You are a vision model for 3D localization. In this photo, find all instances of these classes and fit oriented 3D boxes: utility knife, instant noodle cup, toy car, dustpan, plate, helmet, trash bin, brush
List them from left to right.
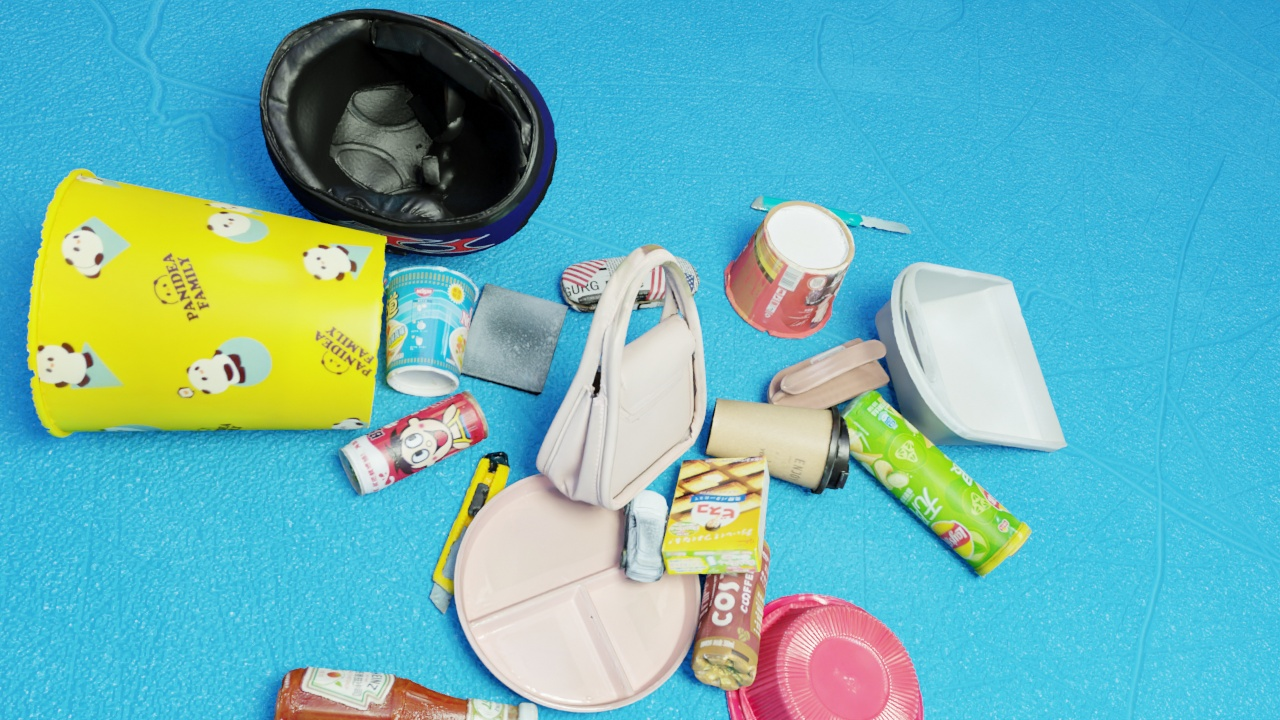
[{"bbox_3d":[-0.367,-0.037,0.823,0.255,0.230,0.229,6,56,-17],"label":"trash bin"},{"bbox_3d":[-0.217,-0.025,0.930,0.099,0.099,0.109,4,65,-12],"label":"instant noodle cup"},{"bbox_3d":[-0.222,-0.224,0.959,0.315,0.240,0.247,22,92,9],"label":"helmet"},{"bbox_3d":[-0.160,0.156,0.865,0.033,0.015,0.171,17,55,0],"label":"utility knife"},{"bbox_3d":[-0.057,0.208,0.845,0.229,0.028,0.229,9,54,-13],"label":"plate"},{"bbox_3d":[0.005,0.162,0.859,0.043,0.034,0.090,11,52,-8],"label":"toy car"},{"bbox_3d":[0.180,-0.110,1.071,0.138,0.109,0.137,7,56,-10],"label":"instant noodle cup"},{"bbox_3d":[0.203,0.021,1.014,0.145,0.073,0.063,-19,65,-23],"label":"brush"},{"bbox_3d":[0.250,-0.188,1.199,0.218,0.013,0.029,9,54,-6],"label":"utility knife"},{"bbox_3d":[0.178,0.296,0.830,0.193,0.066,0.193,6,57,-10],"label":"instant noodle cup"},{"bbox_3d":[0.371,-0.009,1.016,0.257,0.143,0.222,-6,71,-14],"label":"dustpan"}]

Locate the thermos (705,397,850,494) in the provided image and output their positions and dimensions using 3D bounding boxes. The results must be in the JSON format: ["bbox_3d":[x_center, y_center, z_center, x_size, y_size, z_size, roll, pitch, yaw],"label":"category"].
[{"bbox_3d":[0.143,0.083,0.951,0.143,0.093,0.092,12,55,2],"label":"thermos"}]

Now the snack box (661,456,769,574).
[{"bbox_3d":[0.075,0.145,0.874,0.087,0.034,0.140,-4,31,15],"label":"snack box"}]

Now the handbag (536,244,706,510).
[{"bbox_3d":[-0.005,0.005,0.857,0.093,0.235,0.192,23,34,22],"label":"handbag"}]

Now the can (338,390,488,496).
[{"bbox_3d":[-0.216,0.079,0.879,0.132,0.053,0.053,-25,67,-27],"label":"can"}]

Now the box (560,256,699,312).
[{"bbox_3d":[-0.012,-0.087,1.054,0.164,0.051,0.068,-6,69,-16],"label":"box"}]

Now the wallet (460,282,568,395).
[{"bbox_3d":[-0.138,-0.024,0.990,0.097,0.019,0.120,15,56,-2],"label":"wallet"}]

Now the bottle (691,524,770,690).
[{"bbox_3d":[0.088,0.214,0.857,0.057,0.058,0.174,18,45,-2],"label":"bottle"}]

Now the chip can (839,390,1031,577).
[{"bbox_3d":[0.300,0.125,0.969,0.221,0.073,0.072,44,58,16],"label":"chip can"}]

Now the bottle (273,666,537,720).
[{"bbox_3d":[-0.187,0.288,0.745,0.206,0.060,0.059,9,56,-11],"label":"bottle"}]
